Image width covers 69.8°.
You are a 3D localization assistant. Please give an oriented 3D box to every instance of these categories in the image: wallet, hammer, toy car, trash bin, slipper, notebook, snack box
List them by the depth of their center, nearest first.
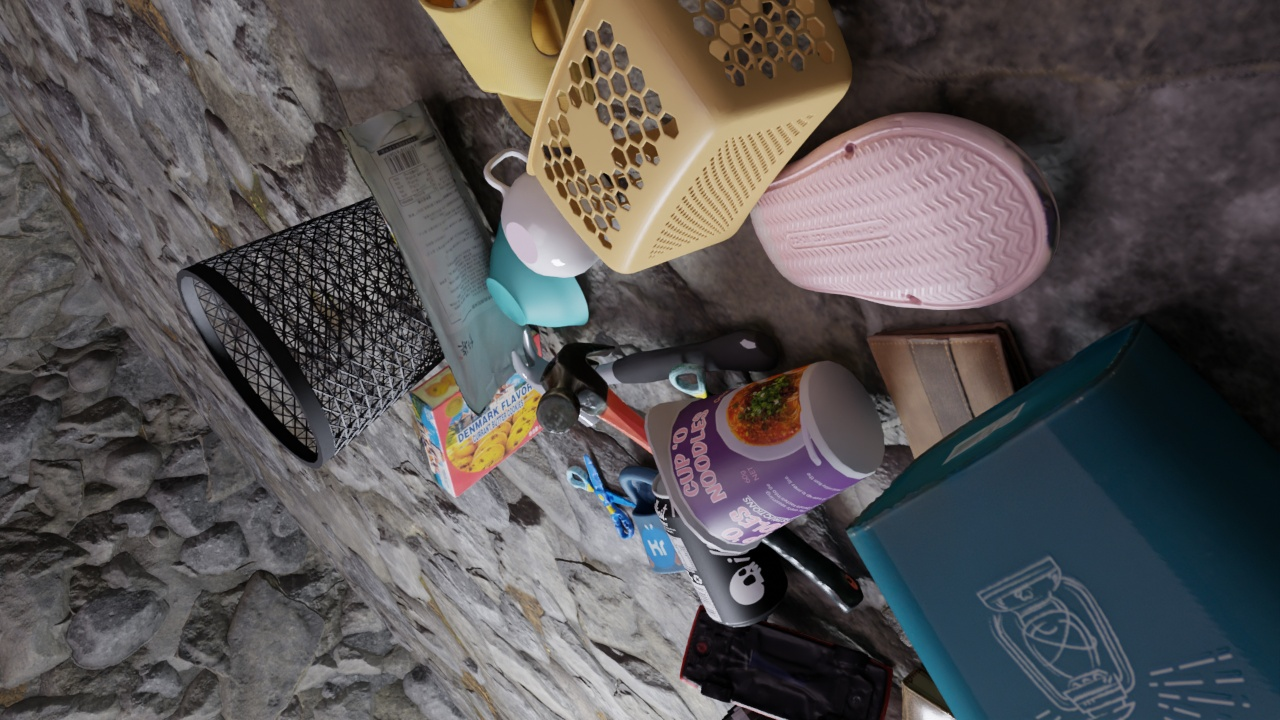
[{"bbox_3d":[0.237,0.118,0.439,0.197,0.198,0.218,-42,78,34],"label":"trash bin"},{"bbox_3d":[0.133,-0.083,0.513,0.107,0.055,0.222,62,159,-16],"label":"slipper"},{"bbox_3d":[0.201,0.033,0.572,0.099,0.026,0.121,-2,120,56],"label":"wallet"},{"bbox_3d":[-0.111,-0.263,0.628,0.099,0.078,0.264,23,139,43],"label":"slipper"},{"bbox_3d":[0.058,0.101,0.724,0.333,0.133,0.033,39,109,-16],"label":"hammer"},{"bbox_3d":[-0.004,0.005,0.790,0.125,0.029,0.312,40,152,-26],"label":"hammer"},{"bbox_3d":[0.280,0.365,0.808,0.190,0.034,0.216,25,140,40],"label":"notebook"},{"bbox_3d":[0.131,0.288,0.844,0.189,0.081,0.056,12,170,23],"label":"toy car"},{"bbox_3d":[-0.279,-0.053,0.909,0.217,0.242,0.217,34,145,28],"label":"trash bin"},{"bbox_3d":[0.050,0.191,0.910,0.214,0.059,0.104,54,147,-6],"label":"slipper"},{"bbox_3d":[-0.163,0.050,0.961,0.040,0.142,0.145,33,145,29],"label":"snack box"}]

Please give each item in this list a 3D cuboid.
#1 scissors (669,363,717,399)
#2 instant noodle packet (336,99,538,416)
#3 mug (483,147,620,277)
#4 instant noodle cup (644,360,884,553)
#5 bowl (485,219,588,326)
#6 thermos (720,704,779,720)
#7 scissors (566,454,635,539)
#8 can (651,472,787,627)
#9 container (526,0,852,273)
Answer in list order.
[{"bbox_3d":[0.050,0.030,0.744,0.116,0.012,0.130,29,154,-29],"label":"scissors"},{"bbox_3d":[-0.177,-0.095,0.834,0.057,0.146,0.269,-13,110,26],"label":"instant noodle packet"},{"bbox_3d":[-0.078,-0.122,0.731,0.124,0.076,0.090,45,149,12],"label":"mug"},{"bbox_3d":[0.093,0.056,0.647,0.137,0.121,0.122,40,134,-22],"label":"instant noodle cup"},{"bbox_3d":[-0.105,-0.067,0.835,0.121,0.046,0.121,41,158,20],"label":"bowl"},{"bbox_3d":[0.175,0.405,0.893,0.218,0.105,0.106,52,151,18],"label":"thermos"},{"bbox_3d":[-0.042,0.152,1.039,0.130,0.013,0.125,14,134,43],"label":"scissors"},{"bbox_3d":[0.071,0.160,0.823,0.080,0.080,0.146,-1,120,54],"label":"can"},{"bbox_3d":[0.007,-0.163,0.520,0.167,0.129,0.184,61,152,12],"label":"container"}]
